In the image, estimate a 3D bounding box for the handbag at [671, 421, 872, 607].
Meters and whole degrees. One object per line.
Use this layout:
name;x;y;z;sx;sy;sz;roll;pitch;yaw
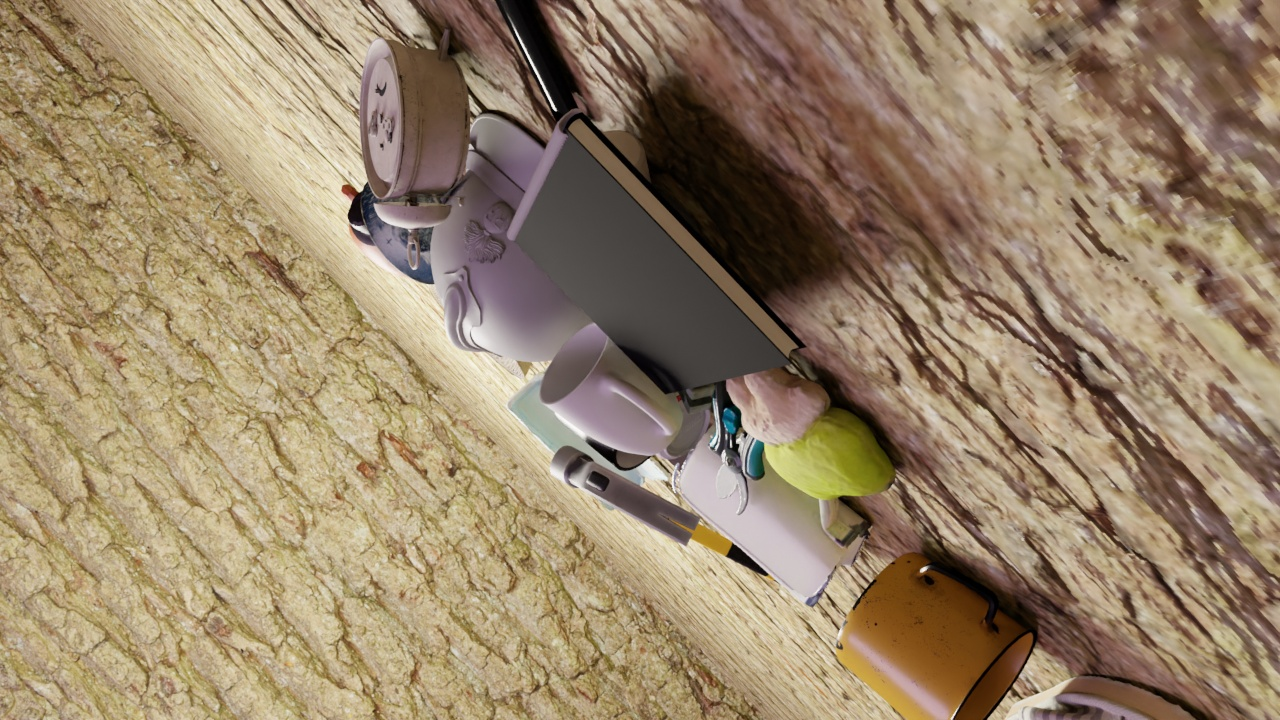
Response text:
handbag;0.101;0.105;0.705;0.151;0.073;0.176;40;156;20

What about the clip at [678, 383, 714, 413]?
clip;0.030;0.002;0.655;0.043;0.023;0.075;98;153;-50

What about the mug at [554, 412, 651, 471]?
mug;-0.036;0.048;0.868;0.088;0.078;0.113;36;-166;30

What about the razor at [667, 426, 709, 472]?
razor;0.053;0.092;0.869;0.088;0.047;0.116;45;173;1

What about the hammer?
hammer;0.064;0.175;0.910;0.170;0.034;0.324;20;169;48

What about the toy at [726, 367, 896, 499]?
toy;0.101;0.044;0.575;0.118;0.043;0.092;44;155;-11

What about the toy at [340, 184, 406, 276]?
toy;-0.243;-0.131;0.941;0.112;0.096;0.175;42;-163;11

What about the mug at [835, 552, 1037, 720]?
mug;0.199;0.185;0.619;0.094;0.100;0.124;36;135;37

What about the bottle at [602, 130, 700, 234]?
bottle;-0.004;-0.069;0.558;0.084;0.046;0.174;38;164;24

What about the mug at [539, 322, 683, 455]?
mug;-0.008;0.029;0.640;0.089;0.071;0.107;39;171;-25

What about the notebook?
notebook;-0.006;-0.044;0.505;0.149;0.016;0.207;45;166;-6

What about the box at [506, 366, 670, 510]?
box;-0.064;0.094;1.134;0.197;0.074;0.126;46;147;-11

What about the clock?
clock;-0.151;-0.141;0.627;0.103;0.061;0.157;22;113;57

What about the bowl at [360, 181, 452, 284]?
bowl;-0.194;-0.133;0.848;0.114;0.061;0.114;42;-146;-38

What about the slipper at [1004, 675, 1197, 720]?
slipper;0.314;0.271;0.622;0.114;0.054;0.273;46;167;16

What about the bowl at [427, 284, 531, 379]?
bowl;-0.156;-0.051;0.990;0.145;0.063;0.145;41;166;12

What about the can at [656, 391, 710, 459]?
can;0.004;0.034;0.783;0.105;0.064;0.064;34;162;36

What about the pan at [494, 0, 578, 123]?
pan;-0.109;-0.232;0.408;0.204;0.044;0.356;32;159;42

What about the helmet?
helmet;-0.108;-0.062;0.721;0.183;0.117;0.271;41;163;14

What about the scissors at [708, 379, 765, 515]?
scissors;0.072;0.047;0.646;0.125;0.019;0.156;-12;105;55
